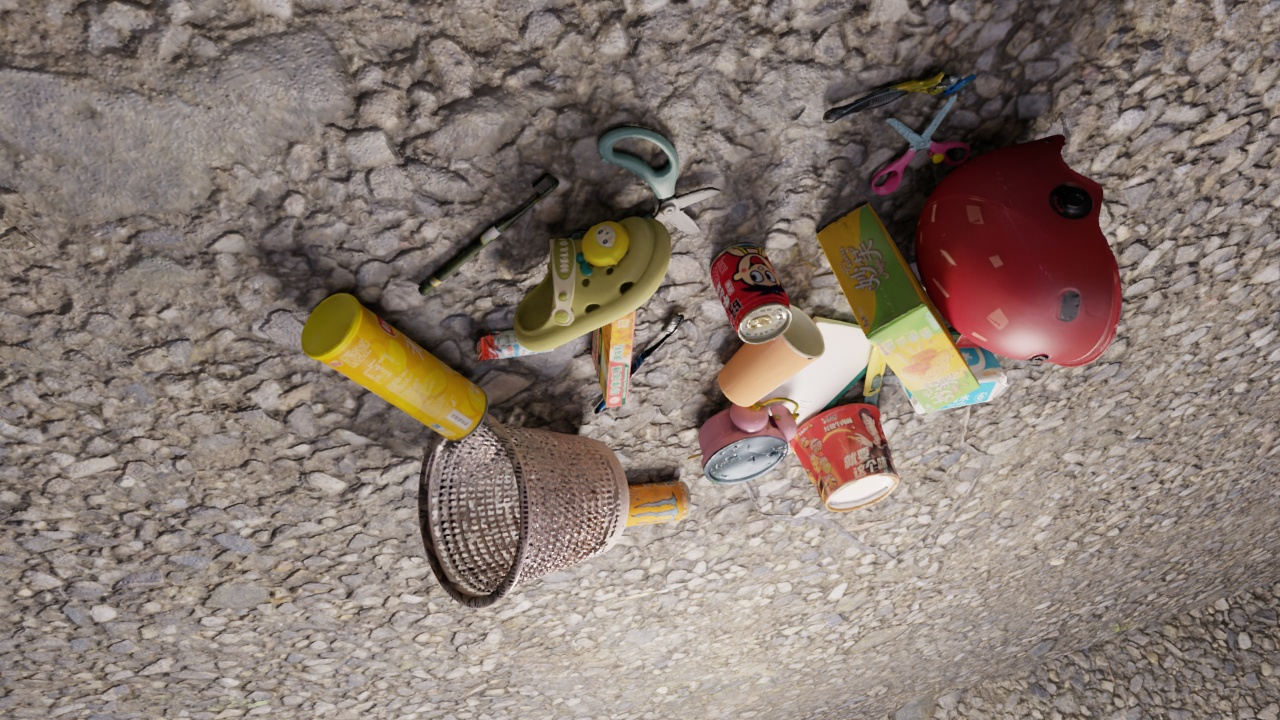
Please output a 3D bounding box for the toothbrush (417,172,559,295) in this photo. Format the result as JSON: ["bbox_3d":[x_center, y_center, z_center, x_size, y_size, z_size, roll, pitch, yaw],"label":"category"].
[{"bbox_3d":[-0.150,-0.119,0.883,0.186,0.012,0.017,-35,133,21],"label":"toothbrush"}]

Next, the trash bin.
[{"bbox_3d":[-0.129,0.171,1.106,0.191,0.227,0.228,2,139,-43],"label":"trash bin"}]

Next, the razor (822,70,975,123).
[{"bbox_3d":[0.240,-0.251,0.870,0.143,0.022,0.042,-16,180,-1],"label":"razor"}]

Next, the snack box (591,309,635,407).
[{"bbox_3d":[-0.030,-0.026,0.991,0.027,0.077,0.156,-9,141,-12],"label":"snack box"}]

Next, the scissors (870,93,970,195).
[{"bbox_3d":[0.281,-0.215,0.932,0.133,0.017,0.135,17,135,-41],"label":"scissors"}]

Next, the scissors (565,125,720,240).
[{"bbox_3d":[-0.015,-0.148,0.898,0.179,0.019,0.170,-35,141,19],"label":"scissors"}]

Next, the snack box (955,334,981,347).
[{"bbox_3d":[0.459,-0.075,1.154,0.113,0.044,0.127,-2,138,-21],"label":"snack box"}]

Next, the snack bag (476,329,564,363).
[{"bbox_3d":[-0.129,-0.019,1.003,0.104,0.026,0.048,-7,153,-13],"label":"snack bag"}]

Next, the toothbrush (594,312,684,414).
[{"bbox_3d":[-0.007,0.006,1.094,0.016,0.014,0.190,15,132,-34],"label":"toothbrush"}]

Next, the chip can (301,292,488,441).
[{"bbox_3d":[-0.249,0.012,0.956,0.072,0.072,0.213,-30,141,15],"label":"chip can"}]

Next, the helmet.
[{"bbox_3d":[0.365,-0.102,0.935,0.144,0.239,0.207,-5,144,-6],"label":"helmet"}]

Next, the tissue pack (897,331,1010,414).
[{"bbox_3d":[0.402,0.010,1.200,0.140,0.090,0.063,-9,142,-11],"label":"tissue pack"}]

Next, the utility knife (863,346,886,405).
[{"bbox_3d":[0.316,0.024,1.237,0.031,0.022,0.213,-16,154,-2],"label":"utility knife"}]

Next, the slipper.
[{"bbox_3d":[-0.060,-0.077,0.882,0.191,0.091,0.081,-31,140,23],"label":"slipper"}]

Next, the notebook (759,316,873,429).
[{"bbox_3d":[0.224,0.024,1.208,0.150,0.012,0.210,9,136,-32],"label":"notebook"}]

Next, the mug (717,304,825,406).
[{"bbox_3d":[0.153,-0.001,1.104,0.078,0.078,0.123,12,138,-33],"label":"mug"}]

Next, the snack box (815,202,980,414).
[{"bbox_3d":[0.288,-0.053,1.020,0.070,0.157,0.210,-31,141,18],"label":"snack box"}]

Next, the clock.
[{"bbox_3d":[0.144,0.099,1.211,0.117,0.059,0.159,15,134,-37],"label":"clock"}]

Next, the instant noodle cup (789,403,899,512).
[{"bbox_3d":[0.294,0.141,1.292,0.138,0.108,0.138,-12,146,-8],"label":"instant noodle cup"}]

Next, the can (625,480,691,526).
[{"bbox_3d":[-0.005,0.204,1.300,0.146,0.058,0.058,-3,140,-19],"label":"can"}]

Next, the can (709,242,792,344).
[{"bbox_3d":[0.118,-0.071,0.982,0.066,0.093,0.067,-11,142,-9],"label":"can"}]
